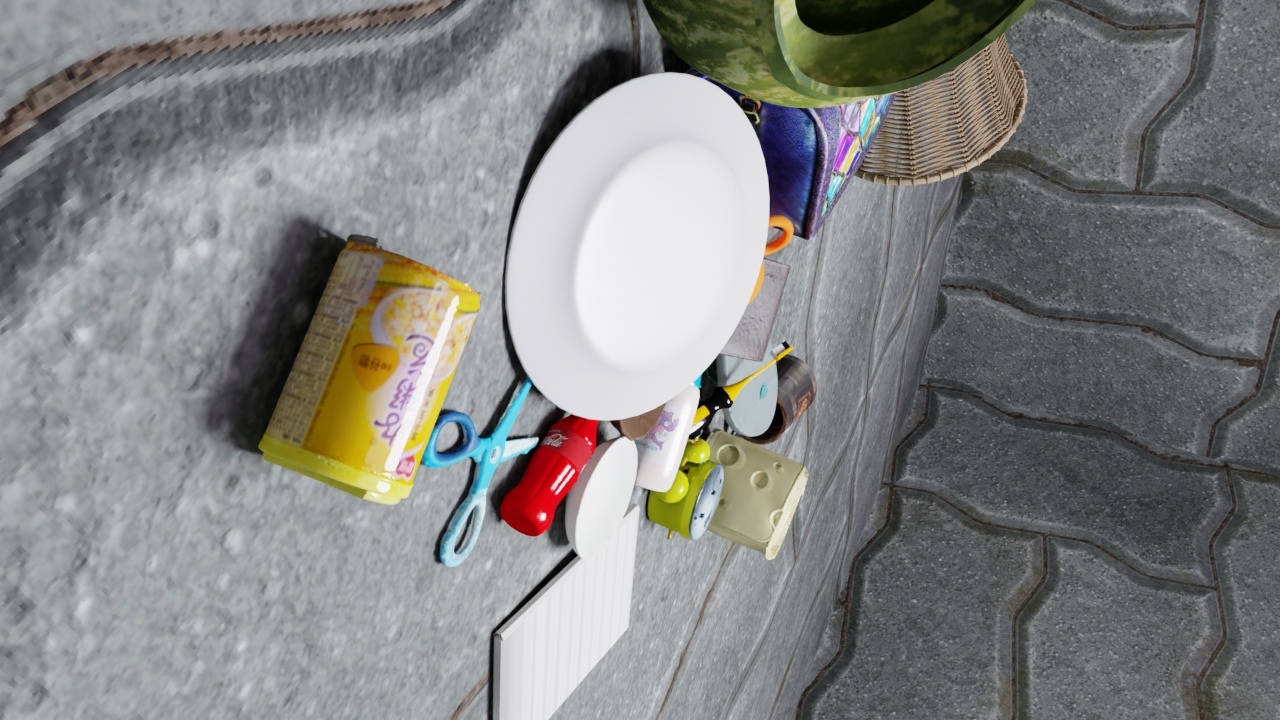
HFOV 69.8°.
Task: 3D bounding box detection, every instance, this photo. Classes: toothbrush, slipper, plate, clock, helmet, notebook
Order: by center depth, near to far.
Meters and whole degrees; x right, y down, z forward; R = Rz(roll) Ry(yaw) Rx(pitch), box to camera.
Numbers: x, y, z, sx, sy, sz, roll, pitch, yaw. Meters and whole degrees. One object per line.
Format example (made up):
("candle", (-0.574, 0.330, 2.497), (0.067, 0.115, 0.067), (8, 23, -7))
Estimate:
("helmet", (0.100, -0.271, 0.520), (0.244, 0.213, 0.246), (-50, -140, 38))
("plate", (0.013, -0.069, 0.625), (0.241, 0.016, 0.243), (-22, 125, -37))
("plate", (-0.037, 0.108, 0.744), (0.104, 0.026, 0.104), (-51, 150, -45))
("notebook", (-0.059, 0.229, 0.783), (0.209, 0.009, 0.143), (-35, 136, -54))
("toothbrush", (0.078, 0.037, 0.886), (0.196, 0.031, 0.031), (-34, 173, -23))
("clock", (0.046, 0.126, 0.920), (0.083, 0.057, 0.119), (-54, 152, -39))
("slipper", (0.087, -0.031, 0.930), (0.098, 0.055, 0.269), (-47, 136, -41))

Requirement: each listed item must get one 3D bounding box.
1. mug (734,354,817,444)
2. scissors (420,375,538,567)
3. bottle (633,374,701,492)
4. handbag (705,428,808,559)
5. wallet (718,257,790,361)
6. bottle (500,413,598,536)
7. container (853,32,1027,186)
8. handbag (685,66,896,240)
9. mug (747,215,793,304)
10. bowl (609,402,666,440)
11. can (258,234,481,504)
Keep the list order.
("mug", (0.151, 0.059, 1.120), (0.116, 0.080, 0.107), (-55, 169, 33))
("scissors", (-0.101, 0.060, 0.572), (0.133, 0.011, 0.138), (-63, 155, -19))
("bottle", (0.024, 0.041, 0.810), (0.051, 0.051, 0.146), (19, 88, -69))
("handbag", (0.110, 0.145, 1.012), (0.111, 0.119, 0.081), (-65, 156, -10))
("wallet", (0.085, -0.054, 0.856), (0.119, 0.031, 0.099), (11, 97, -37))
("bottle", (-0.056, 0.068, 0.653), (0.118, 0.036, 0.036), (-58, 154, -35))
("container", (0.278, -0.331, 0.945), (0.226, 0.227, 0.196), (-65, 150, -20))
("handbag", (0.130, -0.233, 0.734), (0.204, 0.125, 0.222), (-56, 160, -26))
("mug", (0.070, -0.090, 0.750), (0.096, 0.113, 0.077), (29, 43, -68))
("bowl", (-0.004, 0.004, 0.737), (0.117, 0.030, 0.118), (14, 90, -68))
("can", (-0.119, 0.005, 0.410), (0.105, 0.068, 0.067), (-70, 159, -8))
